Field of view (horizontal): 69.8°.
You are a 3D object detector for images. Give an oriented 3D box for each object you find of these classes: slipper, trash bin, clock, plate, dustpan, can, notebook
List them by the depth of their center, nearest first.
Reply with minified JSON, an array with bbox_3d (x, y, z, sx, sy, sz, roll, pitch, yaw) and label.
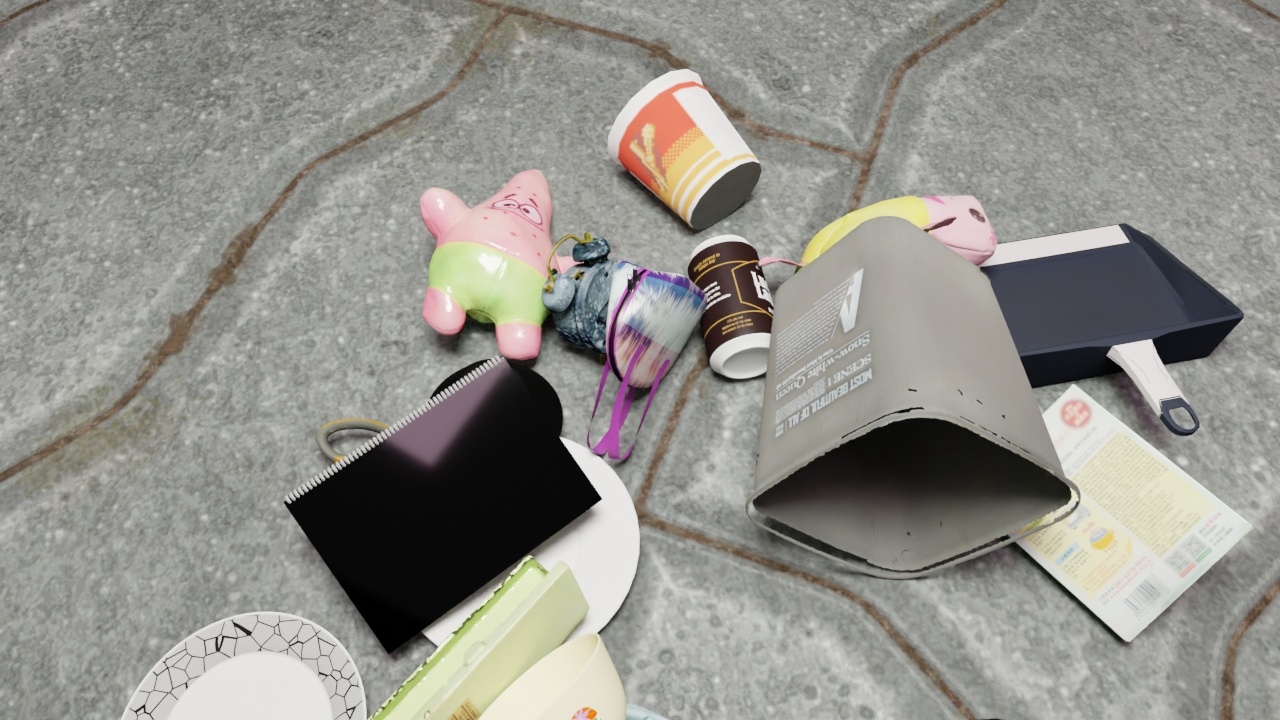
[{"bbox_3d":[0.043,0.325,0.646,0.245,0.074,0.103,27,61,14],"label":"slipper"},{"bbox_3d":[-0.304,0.289,0.703,0.188,0.016,0.188,0,58,0],"label":"plate"},{"bbox_3d":[-0.158,0.112,0.744,0.206,0.016,0.149,-35,89,-12],"label":"notebook"},{"bbox_3d":[0.206,0.025,0.747,0.197,0.198,0.219,27,47,-25],"label":"trash bin"},{"bbox_3d":[-0.105,0.157,0.783,0.208,0.015,0.208,0,58,0],"label":"plate"},{"bbox_3d":[-0.044,-0.060,0.857,0.052,0.129,0.090,8,53,40],"label":"clock"},{"bbox_3d":[0.428,-0.034,0.860,0.236,0.080,0.272,-10,59,-6],"label":"dustpan"},{"bbox_3d":[0.090,-0.051,0.878,0.072,0.072,0.128,-8,58,-5],"label":"can"}]

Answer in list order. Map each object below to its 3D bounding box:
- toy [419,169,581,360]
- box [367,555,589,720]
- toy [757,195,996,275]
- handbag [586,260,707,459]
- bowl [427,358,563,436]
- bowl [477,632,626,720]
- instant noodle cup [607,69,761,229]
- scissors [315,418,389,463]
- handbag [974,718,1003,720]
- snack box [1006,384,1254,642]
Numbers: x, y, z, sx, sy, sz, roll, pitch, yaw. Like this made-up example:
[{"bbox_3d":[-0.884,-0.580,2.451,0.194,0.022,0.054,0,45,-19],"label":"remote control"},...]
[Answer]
[{"bbox_3d":[-0.129,-0.112,0.906,0.192,0.097,0.236,23,49,-13],"label":"toy"},{"bbox_3d":[-0.129,0.227,0.696,0.083,0.092,0.187,22,55,40],"label":"box"},{"bbox_3d":[0.229,-0.107,0.880,0.237,0.190,0.088,-15,96,-19],"label":"toy"},{"bbox_3d":[-0.005,0.005,0.818,0.068,0.144,0.170,17,86,23],"label":"handbag"},{"bbox_3d":[-0.130,0.037,0.804,0.124,0.053,0.123,2,55,-3],"label":"bowl"},{"bbox_3d":[-0.052,0.254,0.624,0.117,0.118,0.074,-38,92,-21],"label":"bowl"},{"bbox_3d":[0.051,-0.213,0.956,0.123,0.124,0.121,-33,71,-18],"label":"instant noodle cup"},{"bbox_3d":[-0.184,0.115,0.790,0.225,0.016,0.224,9,57,3],"label":"scissors"},{"bbox_3d":[0.201,0.317,0.605,0.114,0.154,0.125,-15,64,-13],"label":"handbag"},{"bbox_3d":[0.379,0.123,0.757,0.168,0.027,0.132,45,103,23],"label":"snack box"}]
